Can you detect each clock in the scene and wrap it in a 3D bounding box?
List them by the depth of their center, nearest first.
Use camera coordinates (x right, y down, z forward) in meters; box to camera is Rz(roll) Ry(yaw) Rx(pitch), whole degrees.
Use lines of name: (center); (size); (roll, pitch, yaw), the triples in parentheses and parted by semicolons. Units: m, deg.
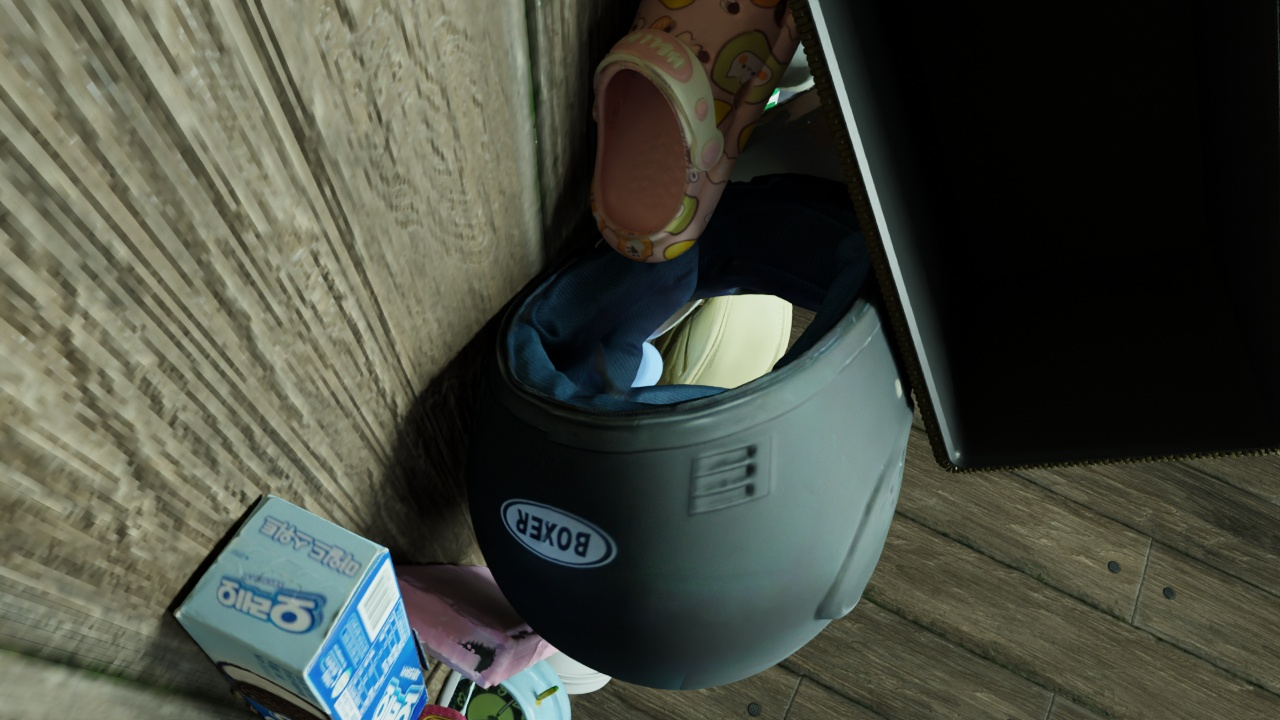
clock: (-0.130, 0.332, 0.819); (0.060, 0.118, 0.162); (-8, 117, -66)

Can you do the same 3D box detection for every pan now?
pan: (-0.178, 0.318, 0.688); (0.201, 0.051, 0.355); (121, -14, -52)

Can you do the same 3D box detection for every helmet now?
helmet: (0.040, 0.051, 0.567); (0.315, 0.249, 0.236); (-48, 139, -43)

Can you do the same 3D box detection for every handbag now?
handbag: (0.069, -0.035, 0.913); (0.233, 0.088, 0.190); (138, -45, -69)

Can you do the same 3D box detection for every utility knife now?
utility knife: (-0.111, 0.200, 0.733); (0.029, 0.020, 0.212); (105, 3, -47)

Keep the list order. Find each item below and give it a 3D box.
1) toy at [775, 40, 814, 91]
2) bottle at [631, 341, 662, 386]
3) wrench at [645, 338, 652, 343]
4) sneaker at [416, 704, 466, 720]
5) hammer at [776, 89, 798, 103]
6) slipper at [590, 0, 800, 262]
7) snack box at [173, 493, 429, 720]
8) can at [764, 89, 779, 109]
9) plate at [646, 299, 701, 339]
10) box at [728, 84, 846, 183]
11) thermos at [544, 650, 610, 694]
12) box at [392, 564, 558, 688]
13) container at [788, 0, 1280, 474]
toy: (0.121, -0.254, 0.602); (0.180, 0.101, 0.138); (-47, -167, 34)
bottle: (-0.005, 0.005, 0.841); (0.048, 0.048, 0.131); (-65, 171, 2)
wrench: (0.057, -0.064, 0.806); (0.274, 0.009, 0.047); (-39, -158, 56)
sneaker: (-0.179, 0.301, 0.543); (0.241, 0.116, 0.091); (-36, 123, -63)
hammer: (0.129, -0.253, 0.948); (0.311, 0.035, 0.140); (-51, 165, -54)
slipper: (0.013, -0.145, 0.473); (0.081, 0.093, 0.198); (-10, 129, -53)
snack box: (-0.141, 0.140, 0.420); (0.227, 0.059, 0.059); (102, 12, -56)
can: (0.083, -0.204, 0.754); (0.053, 0.053, 0.101); (-60, 169, -25)
plate: (0.046, -0.085, 0.809); (0.157, 0.014, 0.156); (-47, -164, 18)
box: (0.096, -0.136, 0.652); (0.217, 0.081, 0.062); (-10, -138, 58)
thermos: (-0.054, 0.189, 0.866); (0.131, 0.131, 0.222); (-41, 147, -68)
box: (-0.102, 0.165, 0.602); (0.037, 0.098, 0.233); (-58, 168, -9)
container: (0.217, -0.127, 0.478); (0.321, 0.177, 0.204); (62, 34, -33)
